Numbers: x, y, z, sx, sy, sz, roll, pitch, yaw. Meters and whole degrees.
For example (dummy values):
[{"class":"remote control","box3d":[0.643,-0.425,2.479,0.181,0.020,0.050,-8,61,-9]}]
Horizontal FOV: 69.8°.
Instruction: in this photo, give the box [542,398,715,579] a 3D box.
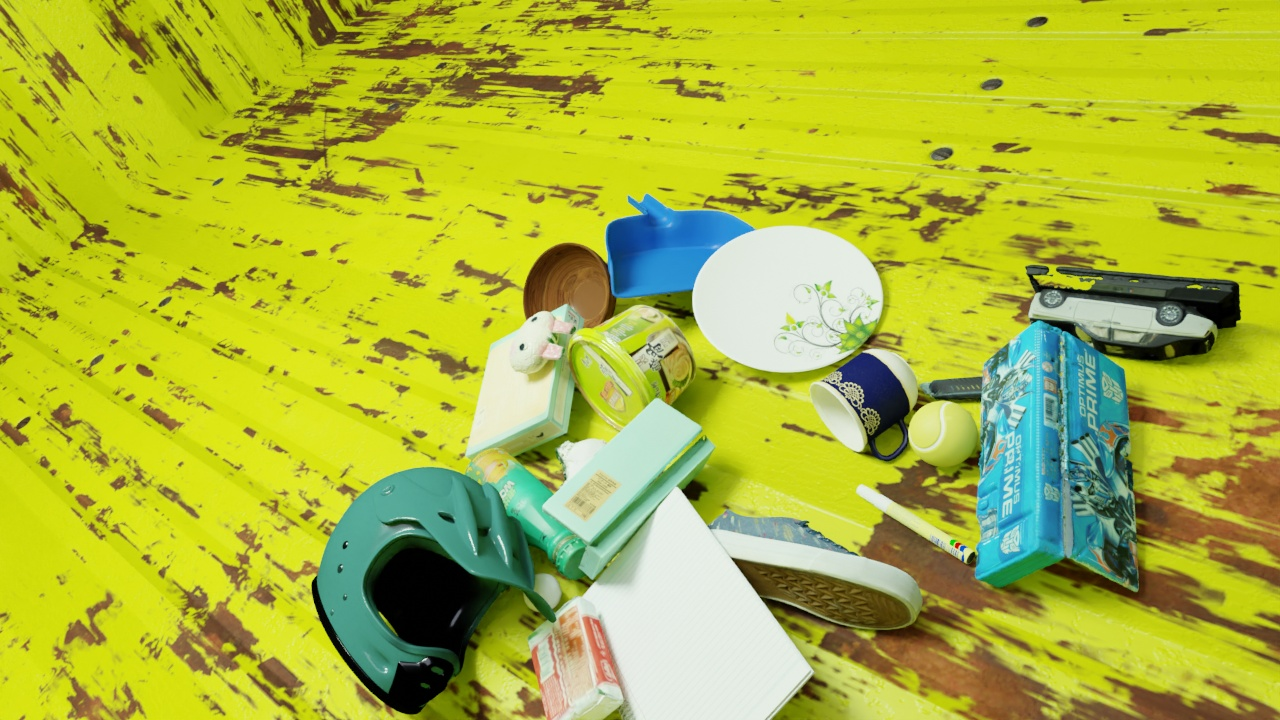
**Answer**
[{"class":"box","box3d":[-0.016,0.127,0.966,0.093,0.077,0.187,42,59,12]}]

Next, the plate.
[{"class":"plate","box3d":[0.180,-0.072,1.133,0.229,0.030,0.229,-4,55,6]}]

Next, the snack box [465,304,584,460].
[{"class":"snack box","box3d":[-0.147,0.031,1.177,0.142,0.044,0.193,-25,40,30]}]

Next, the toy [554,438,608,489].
[{"class":"toy","box3d":[-0.044,0.123,1.065,0.109,0.041,0.095,-15,43,5]}]

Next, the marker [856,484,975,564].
[{"class":"marker","box3d":[0.262,0.155,0.884,0.014,0.014,0.132,-41,42,-16]}]

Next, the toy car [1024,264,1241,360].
[{"class":"toy car","box3d":[0.487,-0.043,0.926,0.192,0.094,0.071,13,75,37]}]

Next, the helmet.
[{"class":"helmet","box3d":[-0.209,0.216,0.940,0.200,0.176,0.275,-49,37,-4]}]

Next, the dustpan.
[{"class":"dustpan","box3d":[0.037,-0.170,1.266,0.245,0.060,0.257,-8,27,-19]}]

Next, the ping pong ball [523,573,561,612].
[{"class":"ping pong ball","box3d":[-0.104,0.245,0.969,0.040,0.040,0.040,-15,42,14]}]

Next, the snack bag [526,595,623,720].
[{"class":"snack bag","box3d":[-0.065,0.296,0.883,0.077,0.036,0.115,-43,40,15]}]

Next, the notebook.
[{"class":"notebook","box3d":[0.033,0.258,0.850,0.178,0.013,0.245,-51,40,10]}]

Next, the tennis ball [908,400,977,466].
[{"class":"tennis ball","box3d":[0.300,0.073,0.909,0.065,0.065,0.065,-15,42,14]}]

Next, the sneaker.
[{"class":"sneaker","box3d":[0.153,0.184,0.865,0.236,0.087,0.079,5,45,37]}]

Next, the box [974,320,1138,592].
[{"class":"box","box3d":[0.386,0.095,0.847,0.115,0.094,0.242,21,56,-7]}]

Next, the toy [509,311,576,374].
[{"class":"toy","box3d":[-0.131,-0.021,1.136,0.112,0.050,0.087,-1,55,39]}]

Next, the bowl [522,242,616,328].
[{"class":"bowl","box3d":[-0.085,-0.085,1.266,0.148,0.068,0.147,-2,87,33]}]

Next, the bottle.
[{"class":"bottle","box3d":[-0.123,0.173,1.033,0.068,0.068,0.210,-41,42,-15]}]

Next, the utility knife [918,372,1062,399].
[{"class":"utility knife","box3d":[0.377,0.027,0.950,0.173,0.020,0.028,-2,46,25]}]

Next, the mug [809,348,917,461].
[{"class":"mug","box3d":[0.248,0.046,0.963,0.089,0.086,0.112,-33,76,-11]}]

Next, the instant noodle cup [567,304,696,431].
[{"class":"instant noodle cup","box3d":[-0.006,0.006,1.093,0.097,0.146,0.146,-37,40,-28]}]
